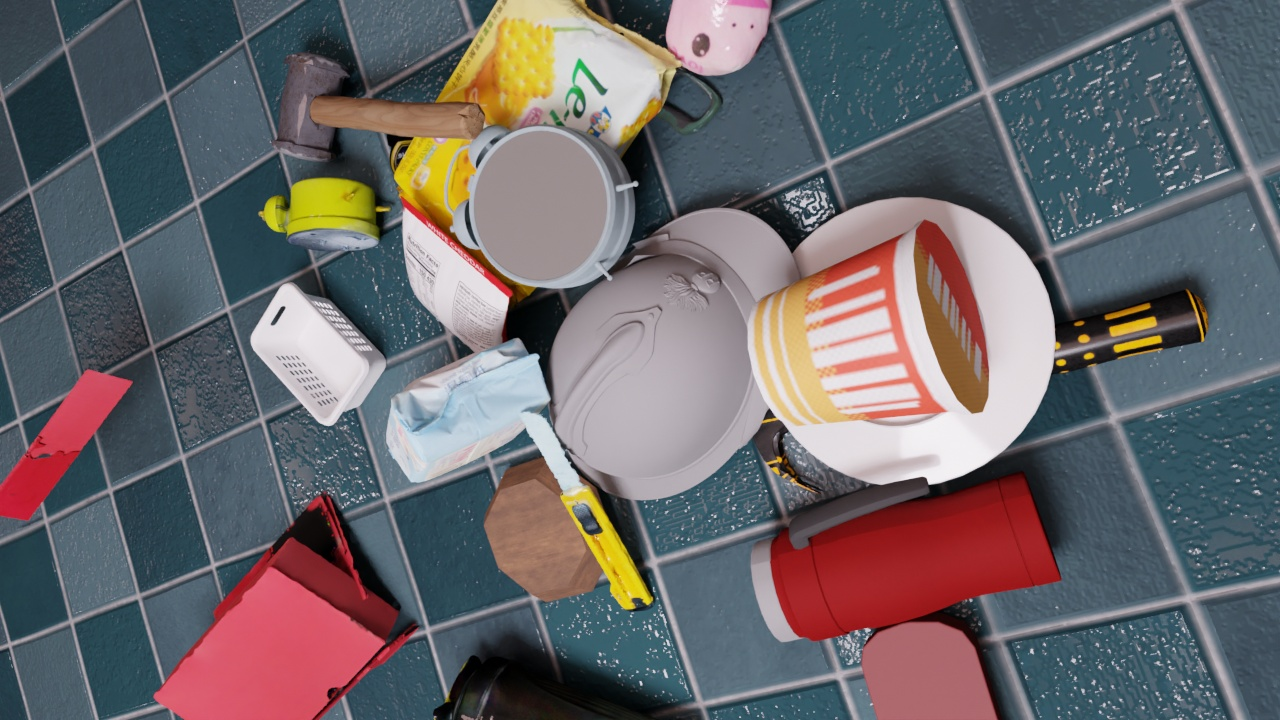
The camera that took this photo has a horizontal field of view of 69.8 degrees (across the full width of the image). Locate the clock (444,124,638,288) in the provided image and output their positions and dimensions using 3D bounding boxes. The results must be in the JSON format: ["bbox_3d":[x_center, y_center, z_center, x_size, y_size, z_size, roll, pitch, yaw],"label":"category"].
[{"bbox_3d":[-0.080,-0.120,0.698,0.159,0.045,0.122,19,103,16],"label":"clock"}]

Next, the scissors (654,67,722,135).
[{"bbox_3d":[-0.043,-0.192,0.783,0.202,0.015,0.204,26,103,20],"label":"scissors"}]

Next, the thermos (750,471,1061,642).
[{"bbox_3d":[0.179,0.134,0.651,0.199,0.083,0.108,-20,120,21],"label":"thermos"}]

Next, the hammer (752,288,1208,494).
[{"bbox_3d":[0.227,0.013,0.662,0.321,0.036,0.123,-16,85,26],"label":"hammer"}]

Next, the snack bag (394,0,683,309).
[{"bbox_3d":[-0.090,-0.183,0.757,0.159,0.068,0.248,43,110,13],"label":"snack bag"}]

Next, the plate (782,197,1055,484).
[{"bbox_3d":[0.182,-0.014,0.657,0.209,0.015,0.208,-1,88,28],"label":"plate"}]

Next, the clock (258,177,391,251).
[{"bbox_3d":[-0.299,-0.133,0.860,0.119,0.083,0.057,-5,84,21],"label":"clock"}]

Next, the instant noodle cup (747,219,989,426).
[{"bbox_3d":[0.147,-0.014,0.605,0.121,0.123,0.123,-16,85,34],"label":"instant noodle cup"}]

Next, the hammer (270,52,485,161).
[{"bbox_3d":[-0.230,-0.210,0.785,0.329,0.052,0.098,20,101,45],"label":"hammer"}]

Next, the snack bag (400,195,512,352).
[{"bbox_3d":[-0.155,-0.054,0.784,0.131,0.144,0.039,40,63,17],"label":"snack bag"}]

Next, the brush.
[{"bbox_3d":[0.222,0.270,0.667,0.082,0.041,0.173,-18,85,23],"label":"brush"}]

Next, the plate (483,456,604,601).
[{"bbox_3d":[-0.086,0.150,0.799,0.131,0.025,0.131,4,100,27],"label":"plate"}]

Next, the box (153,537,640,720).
[{"bbox_3d":[-0.235,0.340,0.982,0.215,0.477,0.171,-46,51,18],"label":"box"}]

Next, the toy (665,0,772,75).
[{"bbox_3d":[0.063,-0.328,0.662,0.088,0.189,0.238,33,136,47],"label":"toy"}]

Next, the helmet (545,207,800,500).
[{"bbox_3d":[-0.004,0.004,0.699,0.183,0.117,0.272,48,118,20],"label":"helmet"}]

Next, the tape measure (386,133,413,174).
[{"bbox_3d":[-0.198,-0.186,0.840,0.062,0.034,0.061,-7,87,25],"label":"tape measure"}]

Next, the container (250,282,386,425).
[{"bbox_3d":[-0.306,-0.007,0.885,0.129,0.049,0.081,43,107,17],"label":"container"}]

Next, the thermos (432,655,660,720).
[{"bbox_3d":[-0.065,0.318,0.770,0.221,0.098,0.098,11,96,19],"label":"thermos"}]

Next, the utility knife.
[{"bbox_3d":[-0.041,0.126,0.730,0.030,0.019,0.225,-20,117,10],"label":"utility knife"}]

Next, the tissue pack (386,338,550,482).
[{"bbox_3d":[-0.144,0.041,0.738,0.112,0.182,0.070,-26,84,-21],"label":"tissue pack"}]
